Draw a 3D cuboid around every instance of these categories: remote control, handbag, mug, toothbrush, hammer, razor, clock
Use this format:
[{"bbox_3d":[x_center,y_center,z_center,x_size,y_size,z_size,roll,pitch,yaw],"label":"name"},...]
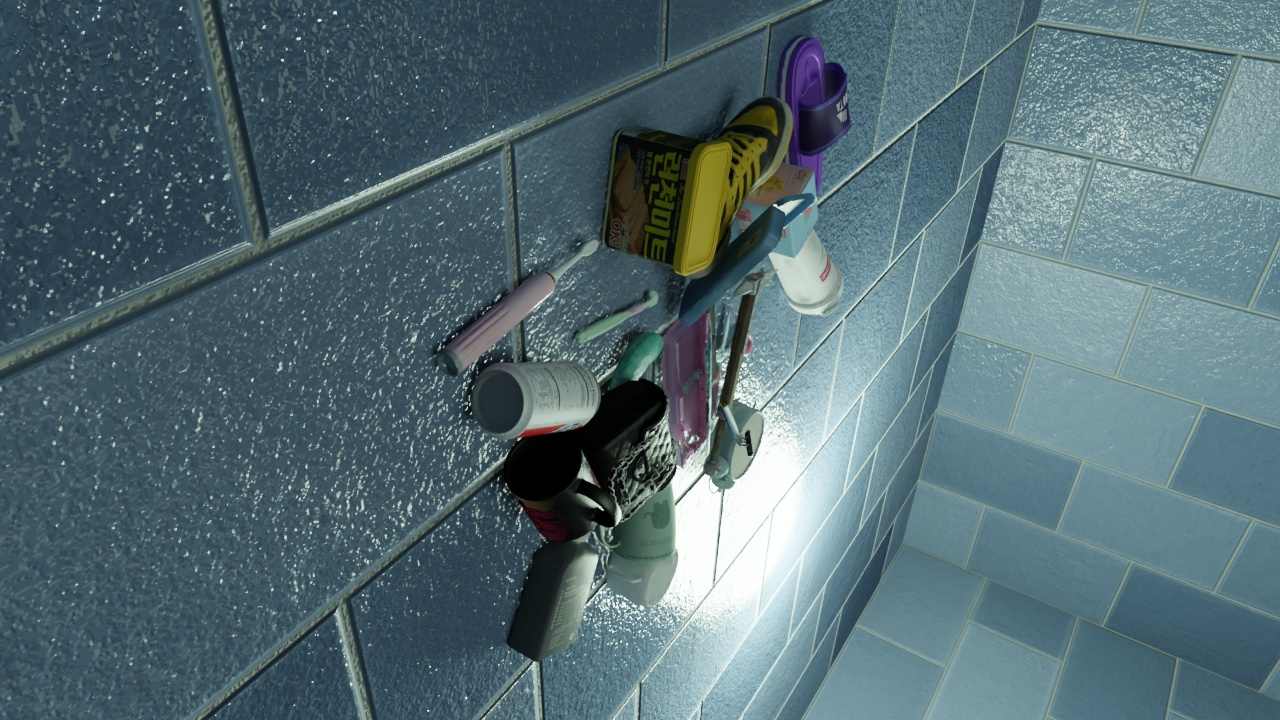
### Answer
[{"bbox_3d":[0.091,-0.035,1.245,0.033,0.015,0.147,-41,139,-40],"label":"remote control"},{"bbox_3d":[-0.003,0.109,1.049,0.124,0.115,0.154,-37,139,-22],"label":"handbag"},{"bbox_3d":[-0.003,0.283,1.247,0.115,0.068,0.094,4,105,-63],"label":"mug"},{"bbox_3d":[-0.073,0.136,0.949,0.081,0.118,0.098,-57,151,-25],"label":"mug"},{"bbox_3d":[-0.007,0.198,1.179,0.111,0.084,0.104,-8,108,-29],"label":"mug"},{"bbox_3d":[-0.025,-0.048,1.025,0.154,0.015,0.022,-32,134,-51],"label":"toothbrush"},{"bbox_3d":[0.129,0.028,1.322,0.146,0.028,0.317,-31,135,-59],"label":"hammer"},{"bbox_3d":[-0.106,-0.057,0.850,0.221,0.027,0.027,-46,126,-39],"label":"toothbrush"},{"bbox_3d":[0.136,0.095,1.332,0.144,0.022,0.042,55,25,-53],"label":"razor"},{"bbox_3d":[0.146,0.139,1.455,0.159,0.045,0.122,-60,152,-21],"label":"clock"}]

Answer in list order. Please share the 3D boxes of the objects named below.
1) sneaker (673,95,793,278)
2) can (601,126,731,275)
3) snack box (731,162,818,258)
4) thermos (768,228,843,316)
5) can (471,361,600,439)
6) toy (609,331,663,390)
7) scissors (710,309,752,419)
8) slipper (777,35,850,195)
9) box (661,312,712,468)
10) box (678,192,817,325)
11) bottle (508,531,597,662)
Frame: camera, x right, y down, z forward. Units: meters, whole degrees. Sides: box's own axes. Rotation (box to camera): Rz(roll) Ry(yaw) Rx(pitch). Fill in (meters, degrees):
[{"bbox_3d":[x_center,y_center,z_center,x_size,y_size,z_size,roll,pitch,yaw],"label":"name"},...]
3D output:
[{"bbox_3d":[0.089,-0.217,1.033,0.238,0.086,0.122,-63,157,-5],"label":"sneaker"},{"bbox_3d":[0.024,-0.165,0.934,0.072,0.101,0.131,-28,132,-53],"label":"can"},{"bbox_3d":[0.173,-0.202,1.200,0.079,0.095,0.093,-58,151,-22],"label":"snack box"},{"bbox_3d":[0.245,-0.142,1.388,0.099,0.099,0.220,-64,150,-10],"label":"thermos"},{"bbox_3d":[-0.098,0.036,0.883,0.132,0.070,0.070,-2,110,-62],"label":"can"},{"bbox_3d":[-0.006,0.006,1.085,0.105,0.033,0.085,-53,164,-25],"label":"toy"},{"bbox_3d":[0.121,0.008,1.347,0.170,0.013,0.177,-7,115,-62],"label":"scissors"},{"bbox_3d":[0.254,-0.320,1.279,0.107,0.084,0.267,-51,149,-32],"label":"slipper"},{"bbox_3d":[0.078,0.045,1.225,0.084,0.071,0.231,-46,145,-39],"label":"box"},{"bbox_3d":[0.117,-0.126,1.094,0.124,0.043,0.210,-49,-175,-36],"label":"box"},{"bbox_3d":[-0.094,0.257,1.079,0.083,0.046,0.174,-2,110,-62],"label":"bottle"}]
